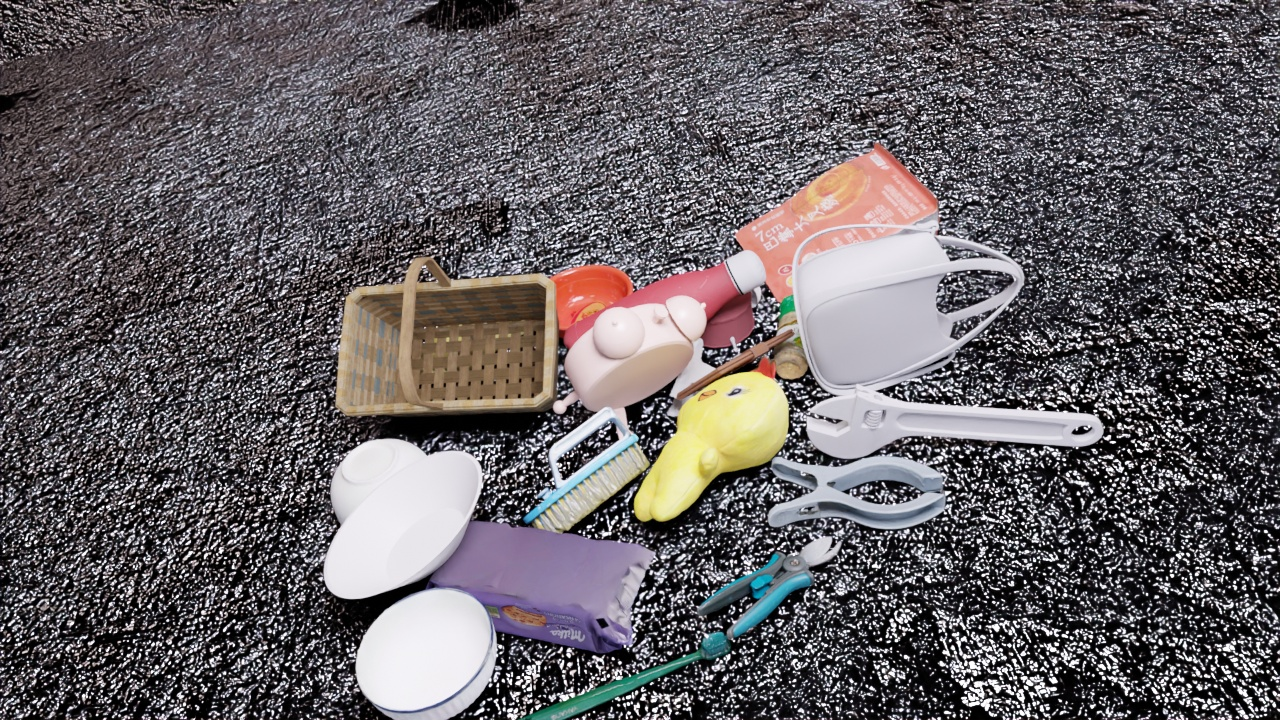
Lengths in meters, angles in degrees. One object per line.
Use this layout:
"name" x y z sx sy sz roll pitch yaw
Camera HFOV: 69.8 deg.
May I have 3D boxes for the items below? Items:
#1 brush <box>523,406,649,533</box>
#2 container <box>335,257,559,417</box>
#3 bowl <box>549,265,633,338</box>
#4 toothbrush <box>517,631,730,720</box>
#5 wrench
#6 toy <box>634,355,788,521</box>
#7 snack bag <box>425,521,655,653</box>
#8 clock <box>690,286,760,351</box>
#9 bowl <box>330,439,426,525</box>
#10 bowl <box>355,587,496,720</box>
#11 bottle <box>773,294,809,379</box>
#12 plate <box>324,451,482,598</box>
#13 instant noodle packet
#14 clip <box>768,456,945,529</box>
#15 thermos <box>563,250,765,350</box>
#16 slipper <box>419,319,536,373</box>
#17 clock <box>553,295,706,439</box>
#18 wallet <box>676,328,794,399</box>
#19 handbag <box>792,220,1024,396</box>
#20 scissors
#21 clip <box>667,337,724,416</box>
"brush" -0.063 0.114 0.909 0.135 0.055 0.075 -37 83 -13
"container" -0.213 -0.016 0.998 0.250 0.186 0.157 -3 74 12
"bowl" -0.070 -0.064 1.150 0.130 0.045 0.130 -8 40 6
"toothbrush" -0.013 0.269 0.766 0.189 0.017 0.016 -20 40 -8
"wrench" 0.300 0.068 0.888 0.273 0.087 0.018 4 42 5
"toy" 0.074 0.081 0.902 0.207 0.092 0.134 -37 10 -23
"snack bag" -0.094 0.200 0.837 0.206 0.058 0.096 3 42 21
"clock" 0.097 -0.063 1.104 0.087 0.044 0.124 3 43 19
"bowl" -0.275 0.126 0.971 0.113 0.063 0.113 -8 41 6
"bowl" -0.175 0.261 0.785 0.118 0.062 0.117 -7 40 6
"bottle" 0.174 -0.028 1.042 0.043 0.043 0.110 0 42 16
"plate" -0.213 0.162 0.864 0.174 0.036 0.173 -24 31 15
"instant noodle packet" 0.246 -0.169 1.174 0.221 0.084 0.164 -25 45 0
"clip" 0.204 0.115 0.881 0.163 0.028 0.106 -4 39 10
"thermos" 0.030 -0.055 1.040 0.240 0.073 0.073 -27 38 12
"slipper" -0.210 -0.053 1.151 0.092 0.082 0.190 24 55 40
"clock" -0.006 0.005 0.953 0.130 0.161 0.086 -13 56 -35
"wallet" 0.101 0.003 0.982 0.120 0.088 0.013 -26 84 -37
"handbag" 0.270 -0.058 0.919 0.223 0.216 0.095 -15 48 13
"scissors" 0.113 0.196 0.811 0.150 0.019 0.130 -4 30 13
"clip" 0.064 0.019 1.026 0.054 0.057 0.101 -16 34 36
